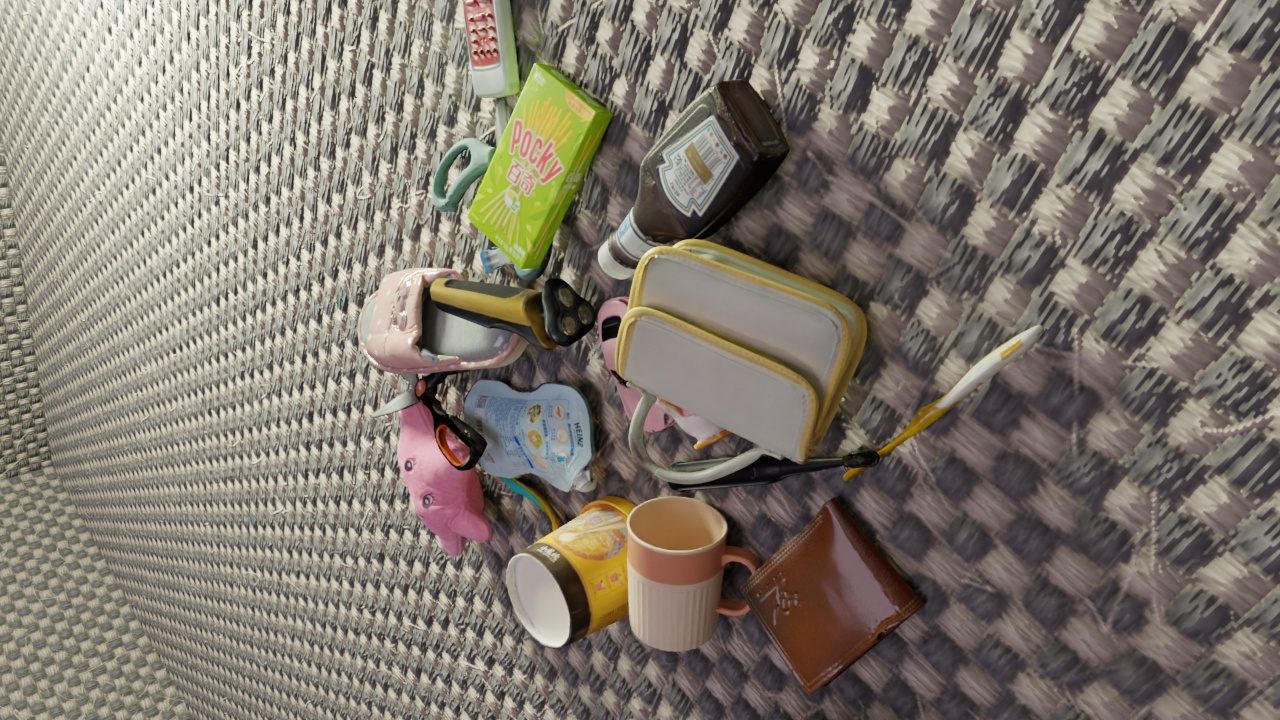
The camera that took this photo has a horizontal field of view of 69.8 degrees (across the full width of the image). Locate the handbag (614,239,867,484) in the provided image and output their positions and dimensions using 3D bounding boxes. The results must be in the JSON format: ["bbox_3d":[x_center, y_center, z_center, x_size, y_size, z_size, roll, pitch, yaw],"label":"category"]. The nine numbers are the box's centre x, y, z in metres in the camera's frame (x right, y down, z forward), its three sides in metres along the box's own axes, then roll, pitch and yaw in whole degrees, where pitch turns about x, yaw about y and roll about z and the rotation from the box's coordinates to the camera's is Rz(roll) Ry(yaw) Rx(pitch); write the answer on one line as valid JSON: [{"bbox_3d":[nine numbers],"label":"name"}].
[{"bbox_3d":[0.056,0.017,0.655,0.163,0.063,0.179,25,108,22],"label":"handbag"}]

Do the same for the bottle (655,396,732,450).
[{"bbox_3d":[0.036,0.016,0.729,0.063,0.063,0.108,-34,80,48],"label":"bottle"}]

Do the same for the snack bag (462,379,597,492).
[{"bbox_3d":[-0.110,0.074,0.925,0.191,0.038,0.110,2,96,46],"label":"snack bag"}]

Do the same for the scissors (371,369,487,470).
[{"bbox_3d":[-0.221,0.036,0.985,0.221,0.021,0.227,-42,56,26],"label":"scissors"}]

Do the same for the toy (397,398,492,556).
[{"bbox_3d":[-0.227,0.124,1.040,0.194,0.074,0.179,62,146,9],"label":"toy"}]

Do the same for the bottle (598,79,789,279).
[{"bbox_3d":[0.029,-0.124,0.697,0.195,0.043,0.080,-41,75,48],"label":"bottle"}]

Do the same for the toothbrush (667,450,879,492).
[{"bbox_3d":[0.096,0.084,0.711,0.213,0.027,0.026,-15,77,52],"label":"toothbrush"}]

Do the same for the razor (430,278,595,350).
[{"bbox_3d":[-0.122,-0.052,0.844,0.168,0.062,0.068,13,122,27],"label":"razor"}]

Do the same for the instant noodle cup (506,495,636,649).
[{"bbox_3d":[-0.052,0.202,0.858,0.118,0.114,0.119,21,120,41],"label":"instant noodle cup"}]

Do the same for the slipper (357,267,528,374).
[{"bbox_3d":[-0.219,-0.041,0.951,0.275,0.054,0.114,5,78,40],"label":"slipper"}]

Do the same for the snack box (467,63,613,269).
[{"bbox_3d":[-0.090,-0.166,0.794,0.086,0.026,0.157,44,120,25],"label":"snack box"}]

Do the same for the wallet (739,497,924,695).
[{"bbox_3d":[0.140,0.178,0.696,0.101,0.032,0.125,53,125,24],"label":"wallet"}]

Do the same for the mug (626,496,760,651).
[{"bbox_3d":[0.045,0.185,0.784,0.115,0.081,0.106,7,116,14],"label":"mug"}]

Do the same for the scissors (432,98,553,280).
[{"bbox_3d":[-0.136,-0.148,0.864,0.172,0.019,0.170,-22,79,40],"label":"scissors"}]

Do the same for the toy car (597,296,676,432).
[{"bbox_3d":[-0.005,0.005,0.788,0.056,0.037,0.122,-13,97,50],"label":"toy car"}]

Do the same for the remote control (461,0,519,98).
[{"bbox_3d":[-0.137,-0.305,0.819,0.056,0.020,0.136,11,113,43],"label":"remote control"}]

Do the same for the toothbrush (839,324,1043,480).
[{"bbox_3d":[0.191,0.030,0.606,0.192,0.016,0.018,-51,59,45],"label":"toothbrush"}]

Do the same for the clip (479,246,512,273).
[{"bbox_3d":[-0.135,-0.102,0.900,0.058,0.036,0.026,-7,98,51],"label":"clip"}]

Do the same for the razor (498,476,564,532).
[{"bbox_3d":[-0.109,0.155,0.964,0.132,0.043,0.028,42,107,34],"label":"razor"}]
